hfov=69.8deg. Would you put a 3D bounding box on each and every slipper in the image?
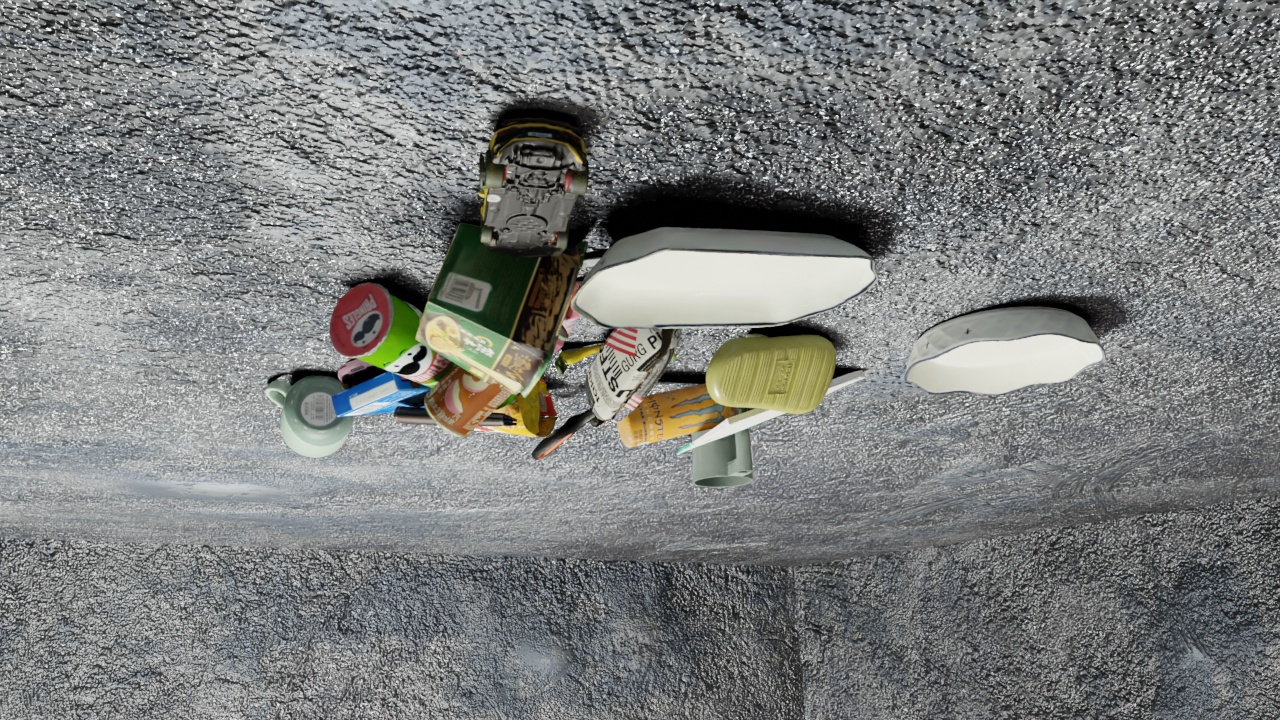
[{"bbox_3d":[0.134,0.004,0.996,0.190,0.092,0.081,2,-156,-41],"label":"slipper"}]

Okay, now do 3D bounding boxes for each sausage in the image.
[{"bbox_3d":[-0.070,-0.045,0.902,0.020,0.020,0.156,3,161,-15],"label":"sausage"}]

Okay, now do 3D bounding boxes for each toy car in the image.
[{"bbox_3d":[-0.079,-0.116,0.647,0.071,0.041,0.156,2,160,-11],"label":"toy car"},{"bbox_3d":[-0.301,0.014,1.034,0.056,0.037,0.122,-17,171,-1],"label":"toy car"}]

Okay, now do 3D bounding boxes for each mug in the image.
[{"bbox_3d":[-0.405,0.059,1.117,0.111,0.082,0.107,35,153,-8],"label":"mug"},{"bbox_3d":[0.120,0.115,1.272,0.083,0.103,0.124,5,160,-19],"label":"mug"}]

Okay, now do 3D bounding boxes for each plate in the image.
[{"bbox_3d":[0.395,-0.009,1.009,0.205,0.045,0.205,-1,163,0],"label":"plate"},{"bbox_3d":[0.072,-0.071,0.774,0.265,0.034,0.162,-1,162,-21],"label":"plate"}]

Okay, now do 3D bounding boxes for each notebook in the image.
[{"bbox_3d":[0.161,0.067,1.149,0.208,0.012,0.151,-18,169,-27],"label":"notebook"}]

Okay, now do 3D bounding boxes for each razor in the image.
[{"bbox_3d":[-0.027,-0.006,1.011,0.133,0.028,0.043,-3,-165,9],"label":"razor"}]

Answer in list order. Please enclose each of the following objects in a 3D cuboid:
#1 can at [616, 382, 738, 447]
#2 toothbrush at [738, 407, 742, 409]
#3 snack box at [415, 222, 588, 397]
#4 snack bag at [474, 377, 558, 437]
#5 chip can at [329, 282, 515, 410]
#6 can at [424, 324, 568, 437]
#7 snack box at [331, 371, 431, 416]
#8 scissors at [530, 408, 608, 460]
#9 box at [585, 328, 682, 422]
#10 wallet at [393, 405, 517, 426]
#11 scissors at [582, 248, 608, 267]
[{"bbox_3d":[0.045,0.065,1.137,0.146,0.058,0.058,-12,165,-16],"label":"can"},{"bbox_3d":[0.114,0.056,1.220,0.213,0.027,0.026,-21,110,48],"label":"toothbrush"},{"bbox_3d":[-0.119,-0.046,0.750,0.105,0.118,0.118,21,153,-13],"label":"snack box"},{"bbox_3d":[-0.214,0.059,1.163,0.208,0.073,0.128,-2,164,27],"label":"snack bag"},{"bbox_3d":[-0.207,-0.007,0.927,0.072,0.072,0.236,-9,161,22],"label":"chip can"},{"bbox_3d":[-0.140,0.008,0.884,0.147,0.058,0.058,-43,151,9],"label":"can"},{"bbox_3d":[-0.263,0.035,1.034,0.085,0.026,0.157,-22,172,19],"label":"snack box"},{"bbox_3d":[-0.054,0.061,1.162,0.221,0.021,0.223,-35,172,16],"label":"scissors"},{"bbox_3d":[0.003,0.009,0.950,0.079,0.074,0.164,3,144,-31],"label":"box"},{"bbox_3d":[-0.206,0.066,1.037,0.122,0.020,0.096,4,177,2],"label":"wallet"},{"bbox_3d":[-0.043,-0.084,0.796,0.160,0.014,0.171,-18,154,42],"label":"scissors"}]
